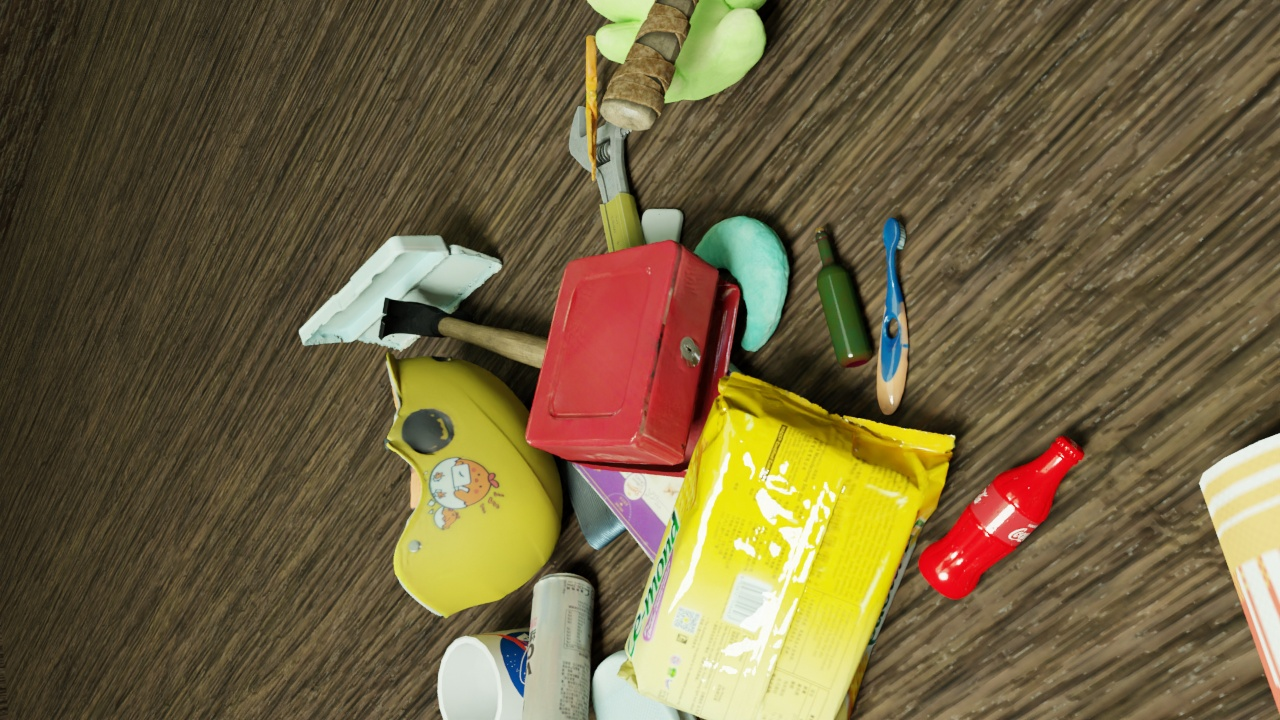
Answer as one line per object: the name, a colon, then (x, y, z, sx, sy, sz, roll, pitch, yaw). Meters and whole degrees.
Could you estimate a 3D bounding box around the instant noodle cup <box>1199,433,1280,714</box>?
instant noodle cup: (0.322, 0.094, 0.400, 0.124, 0.123, 0.121, -34, 55, 36)

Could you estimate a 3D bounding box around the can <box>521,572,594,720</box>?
can: (-0.068, 0.249, 0.765, 0.054, 0.054, 0.135, -32, 41, 37)

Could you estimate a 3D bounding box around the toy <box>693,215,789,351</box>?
toy: (0.080, -0.068, 0.712, 0.105, 0.033, 0.085, 55, 132, 33)

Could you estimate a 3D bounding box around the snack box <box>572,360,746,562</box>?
snack box: (0.034, 0.068, 0.709, 0.148, 0.040, 0.143, -53, 51, 10)

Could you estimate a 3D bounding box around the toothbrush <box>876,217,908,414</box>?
toothbrush: (0.173, -0.030, 0.628, 0.022, 0.017, 0.135, -1, 86, 48)

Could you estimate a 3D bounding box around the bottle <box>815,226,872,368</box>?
bottle: (0.140, -0.047, 0.652, 0.025, 0.025, 0.106, -26, 67, 39)

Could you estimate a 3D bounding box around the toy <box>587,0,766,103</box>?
toy: (0.029, -0.294, 0.745, 0.150, 0.107, 0.196, -21, 60, 20)

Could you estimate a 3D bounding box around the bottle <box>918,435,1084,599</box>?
bottle: (0.218, 0.093, 0.551, 0.119, 0.036, 0.036, -55, 51, 23)

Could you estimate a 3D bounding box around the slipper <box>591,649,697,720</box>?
slipper: (0.016, 0.336, 0.687, 0.104, 0.074, 0.245, -49, 53, 29)

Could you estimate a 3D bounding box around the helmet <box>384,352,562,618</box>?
helmet: (-0.142, 0.099, 0.812, 0.209, 0.139, 0.239, 107, 155, -70)

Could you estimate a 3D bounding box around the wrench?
wrench: (-0.020, -0.123, 0.812, 0.084, 0.018, 0.273, -32, 60, 43)

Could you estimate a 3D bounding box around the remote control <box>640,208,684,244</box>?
remote control: (0.009, -0.058, 0.792, 0.045, 0.008, 0.146, 10, 92, 45)

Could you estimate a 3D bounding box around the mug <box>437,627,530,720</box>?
mug: (-0.109, 0.297, 0.802, 0.091, 0.090, 0.121, -47, 55, 29)

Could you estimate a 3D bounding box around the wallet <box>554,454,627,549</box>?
wallet: (-0.030, 0.094, 0.798, 0.089, 0.026, 0.115, -43, 58, 30)

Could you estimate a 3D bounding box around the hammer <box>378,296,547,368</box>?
hammer: (-0.121, -0.015, 0.846, 0.306, 0.132, 0.040, 15, 96, 38)

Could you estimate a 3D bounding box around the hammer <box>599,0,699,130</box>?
hammer: (0.047, -0.302, 0.664, 0.121, 0.049, 0.318, 17, 73, 15)

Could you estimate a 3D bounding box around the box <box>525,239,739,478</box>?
box: (-0.007, 0.002, 0.680, 0.130, 0.092, 0.157, -4, 71, 42)

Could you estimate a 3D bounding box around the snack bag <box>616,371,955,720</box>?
snack bag: (0.089, 0.138, 0.600, 0.160, 0.068, 0.247, 20, 100, 10)

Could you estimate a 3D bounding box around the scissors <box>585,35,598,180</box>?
scissors: (-0.043, -0.220, 0.802, 0.128, 0.011, 0.125, -94, 4, -62)

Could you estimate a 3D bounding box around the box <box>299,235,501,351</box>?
box: (-0.253, -0.067, 0.958, 0.198, 0.134, 0.040, -32, 71, 37)
